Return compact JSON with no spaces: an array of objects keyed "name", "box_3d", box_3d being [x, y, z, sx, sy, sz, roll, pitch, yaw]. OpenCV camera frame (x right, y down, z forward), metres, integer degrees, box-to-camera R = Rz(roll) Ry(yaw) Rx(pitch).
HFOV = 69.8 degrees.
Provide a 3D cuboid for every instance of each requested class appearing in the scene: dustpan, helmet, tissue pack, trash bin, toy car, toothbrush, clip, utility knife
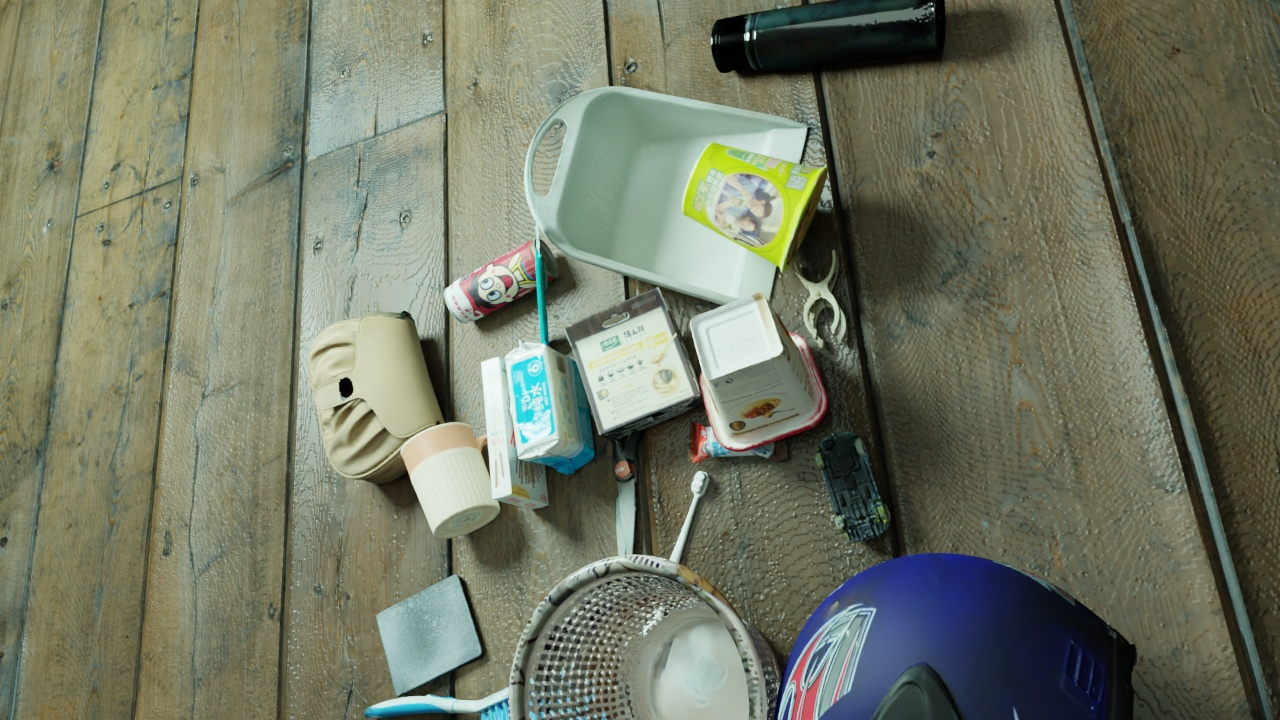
[{"name":"dustpan","box_3d":[0.017,-0.188,0.988,0.258,0.142,0.222,8,79,29]},{"name":"helmet","box_3d":[0.218,0.302,0.688,0.241,0.247,0.315,11,86,26]},{"name":"tissue pack","box_3d":[-0.100,0.051,1.001,0.063,0.090,0.140,-18,69,20]},{"name":"trash bin","box_3d":[0.028,0.293,0.808,0.228,0.192,0.227,-7,72,24]},{"name":"toy car","box_3d":[0.201,0.119,0.870,0.049,0.031,0.105,-21,68,18]},{"name":"toothbrush","box_3d":[0.035,0.198,0.934,0.016,0.016,0.180,16,82,30]},{"name":"clip","box_3d":[0.183,-0.063,0.933,0.075,0.034,0.100,-13,65,23]},{"name":"utility knife","box_3d":[-0.108,-0.089,1.004,0.013,0.220,0.029,-6,42,-8]}]

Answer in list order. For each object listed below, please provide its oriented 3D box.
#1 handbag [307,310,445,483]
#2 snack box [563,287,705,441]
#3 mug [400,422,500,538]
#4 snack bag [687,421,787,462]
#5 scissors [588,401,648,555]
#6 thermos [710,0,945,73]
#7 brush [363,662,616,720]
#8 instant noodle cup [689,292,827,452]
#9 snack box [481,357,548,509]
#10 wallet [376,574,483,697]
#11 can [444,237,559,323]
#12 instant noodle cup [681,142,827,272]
[{"name":"handbag","box_3d":[-0.323,0.039,1.105,0.148,0.099,0.204,-27,69,13]},{"name":"snack box","box_3d":[-0.006,0.006,0.970,0.113,0.053,0.125,-22,69,9]},{"name":"mug","box_3d":[-0.199,0.130,1.038,0.114,0.082,0.106,-21,65,-14]},{"name":"snack bag","box_3d":[0.098,0.082,0.933,0.105,0.026,0.045,-4,66,21]},{"name":"scissors","box_3d":[-0.004,0.101,0.979,0.139,0.021,0.234,-28,65,15]},{"name":"thermos","box_3d":[0.202,-0.363,0.995,0.243,0.068,0.089,4,54,27]},{"name":"brush","box_3d":[-0.165,0.376,0.961,0.315,0.060,0.109,-26,60,19]},{"name":"instant noodle cup","box_3d":[0.106,0.008,0.880,0.117,0.124,0.116,-21,52,11]},{"name":"snack box","box_3d":[-0.138,0.081,1.012,0.027,0.084,0.156,-16,69,19]},{"name":"wallet","box_3d":[-0.237,0.309,1.032,0.121,0.019,0.097,-29,67,14]},{"name":"can","box_3d":[-0.167,-0.094,1.095,0.133,0.053,0.053,-25,66,17]},{"name":"instant noodle cup","box_3d":[0.112,-0.165,0.932,0.123,0.111,0.111,24,86,12]}]
